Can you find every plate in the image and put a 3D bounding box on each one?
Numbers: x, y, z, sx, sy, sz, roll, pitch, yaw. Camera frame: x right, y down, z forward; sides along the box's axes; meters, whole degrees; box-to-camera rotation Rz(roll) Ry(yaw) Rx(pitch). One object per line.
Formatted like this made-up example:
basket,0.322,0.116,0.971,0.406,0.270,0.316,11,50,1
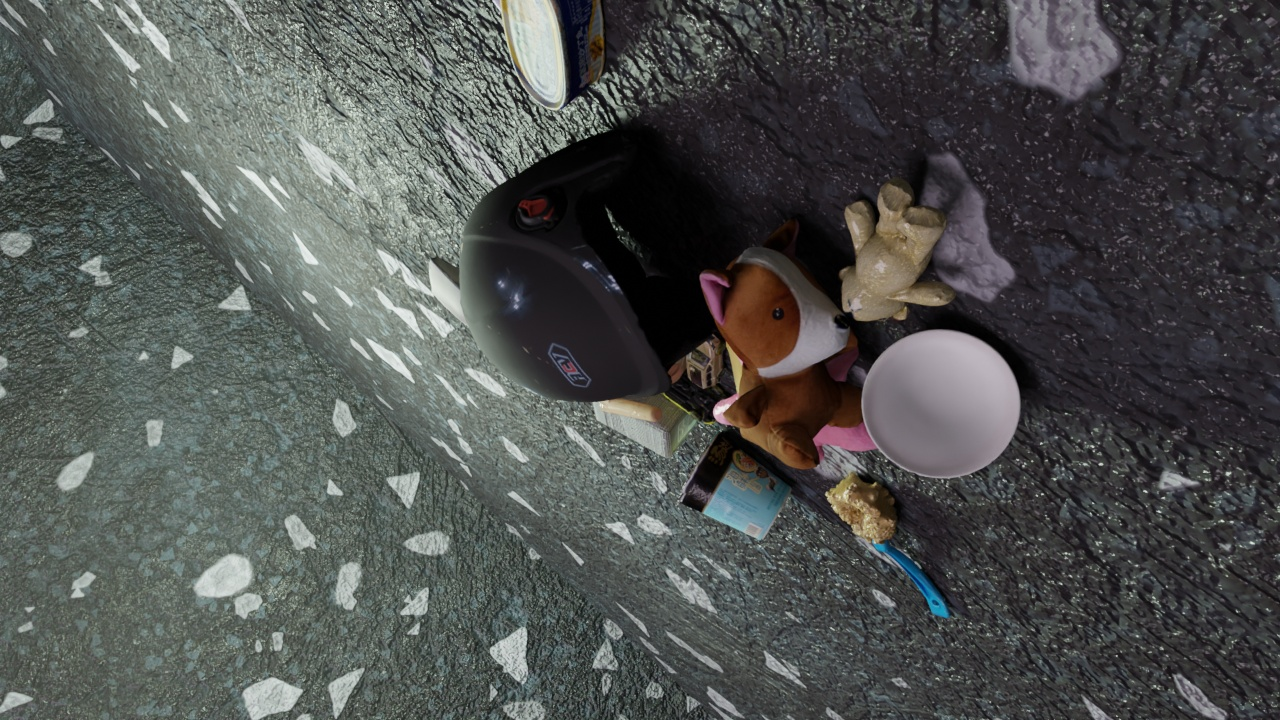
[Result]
plate,-0.155,-0.040,1.093,0.162,0.034,0.265,41,-176,32

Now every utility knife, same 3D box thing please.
utility knife,0.118,0.035,1.046,0.031,0.021,0.207,32,149,34

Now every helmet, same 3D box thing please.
helmet,-0.059,-0.071,0.876,0.274,0.230,0.233,-101,-16,-53

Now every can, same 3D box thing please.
can,-0.073,-0.277,0.758,0.074,0.049,0.148,35,157,18

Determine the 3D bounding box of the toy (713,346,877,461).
toy,0.164,0.039,0.901,0.178,0.074,0.195,24,143,10

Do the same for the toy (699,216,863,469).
toy,0.122,-0.010,0.770,0.131,0.139,0.200,-1,116,45

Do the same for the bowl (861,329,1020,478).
bowl,0.242,0.030,0.744,0.118,0.118,0.064,40,-162,8

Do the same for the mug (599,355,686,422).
mug,-0.006,0.006,1.081,0.084,0.124,0.104,4,-177,-37

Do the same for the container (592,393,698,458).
container,0.011,0.056,1.176,0.114,0.090,0.090,31,156,22

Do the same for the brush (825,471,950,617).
brush,0.296,0.219,1.063,0.083,0.045,0.254,1,138,54

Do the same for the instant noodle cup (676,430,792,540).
instant noodle cup,0.125,0.166,1.177,0.120,0.111,0.111,29,156,10

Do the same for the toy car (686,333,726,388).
toy car,0.072,-0.004,1.033,0.042,0.035,0.090,32,154,23

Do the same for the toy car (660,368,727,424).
toy car,0.058,0.037,1.115,0.105,0.048,0.032,36,169,17

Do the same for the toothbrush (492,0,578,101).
toothbrush,-0.116,-0.309,0.815,0.189,0.029,0.021,50,-162,-21

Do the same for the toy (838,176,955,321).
toy,0.182,-0.075,0.669,0.105,0.066,0.157,42,166,17
